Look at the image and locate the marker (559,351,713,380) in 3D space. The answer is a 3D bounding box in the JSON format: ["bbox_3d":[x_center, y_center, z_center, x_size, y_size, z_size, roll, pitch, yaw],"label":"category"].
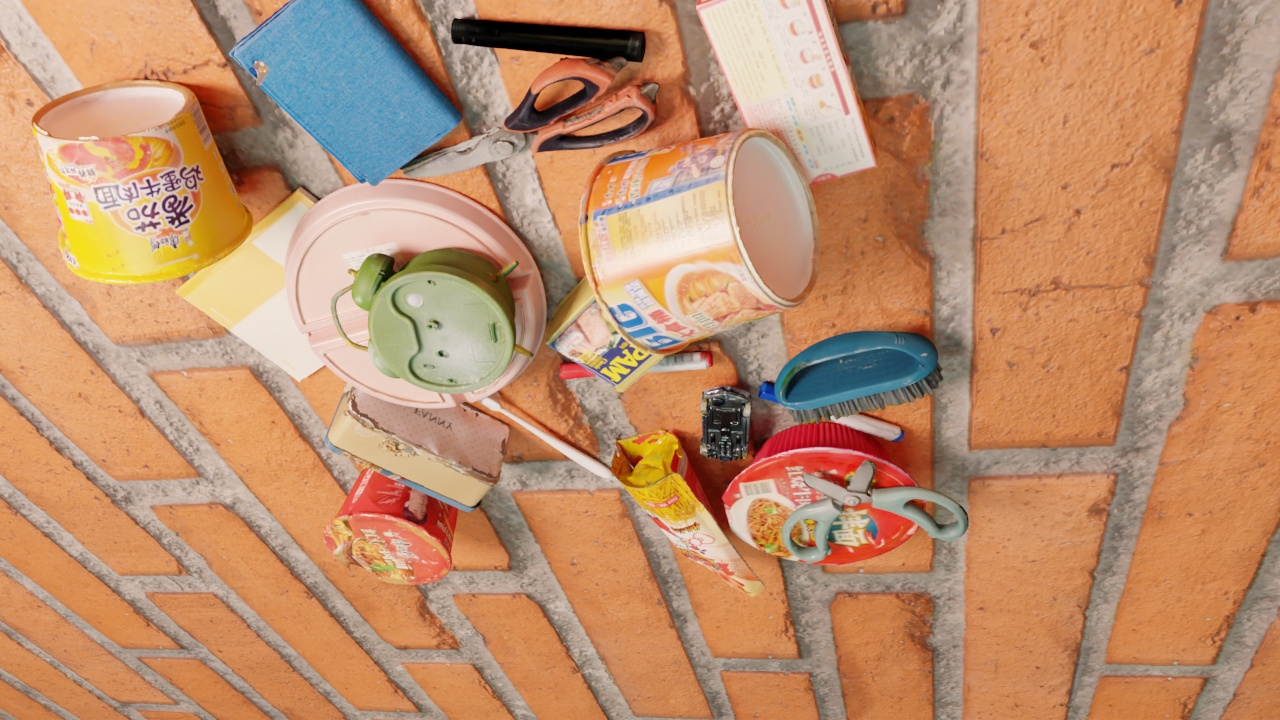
[{"bbox_3d":[-0.005,0.005,0.849,0.145,0.017,0.017,-5,136,15],"label":"marker"}]

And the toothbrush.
[{"bbox_3d":[-0.095,0.077,0.947,0.180,0.016,0.016,37,133,-29],"label":"toothbrush"}]

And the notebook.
[{"bbox_3d":[-0.311,-0.061,0.840,0.207,0.010,0.146,-25,127,32],"label":"notebook"}]

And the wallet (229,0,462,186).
[{"bbox_3d":[-0.209,-0.196,0.657,0.107,0.040,0.133,-27,126,22],"label":"wallet"}]

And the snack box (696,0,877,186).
[{"bbox_3d":[0.102,-0.186,0.616,0.077,0.027,0.156,-12,133,23],"label":"snack box"}]

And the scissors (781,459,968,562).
[{"bbox_3d":[0.218,0.154,0.871,0.170,0.019,0.175,16,136,-4],"label":"scissors"}]

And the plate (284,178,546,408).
[{"bbox_3d":[-0.196,-0.046,0.791,0.229,0.028,0.230,3,126,4],"label":"plate"}]

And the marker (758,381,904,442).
[{"bbox_3d":[0.180,0.049,0.862,0.145,0.016,0.017,18,137,-9],"label":"marker"}]

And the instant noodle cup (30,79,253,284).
[{"bbox_3d":[-0.375,-0.138,0.686,0.138,0.137,0.110,4,129,6],"label":"instant noodle cup"}]

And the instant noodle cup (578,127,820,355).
[{"bbox_3d":[0.047,-0.086,0.631,0.112,0.151,0.151,-10,135,37],"label":"instant noodle cup"}]

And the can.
[{"bbox_3d":[-0.022,-0.031,0.786,0.083,0.057,0.102,32,133,-19],"label":"can"}]

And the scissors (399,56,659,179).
[{"bbox_3d":[-0.097,-0.172,0.666,0.209,0.015,0.183,6,154,-6],"label":"scissors"}]

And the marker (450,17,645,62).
[{"bbox_3d":[-0.062,-0.217,0.618,0.132,0.022,0.020,7,95,4],"label":"marker"}]

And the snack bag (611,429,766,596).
[{"bbox_3d":[0.047,0.164,0.963,0.129,0.073,0.208,20,150,47],"label":"snack bag"}]

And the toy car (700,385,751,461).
[{"bbox_3d":[0.082,0.059,0.880,0.049,0.031,0.106,3,138,7],"label":"toy car"}]

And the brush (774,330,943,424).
[{"bbox_3d":[0.181,0.008,0.789,0.144,0.055,0.073,-16,132,26],"label":"brush"}]

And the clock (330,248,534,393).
[{"bbox_3d":[-0.173,-0.034,0.746,0.161,0.056,0.116,-1,125,5],"label":"clock"}]

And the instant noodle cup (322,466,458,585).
[{"bbox_3d":[-0.258,0.162,0.997,0.138,0.108,0.138,6,138,5],"label":"instant noodle cup"}]

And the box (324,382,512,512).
[{"bbox_3d":[-0.212,0.078,0.913,0.184,0.089,0.064,32,127,-21],"label":"box"}]

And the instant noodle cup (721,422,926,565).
[{"bbox_3d":[0.179,0.125,0.909,0.194,0.065,0.194,5,137,4],"label":"instant noodle cup"}]
